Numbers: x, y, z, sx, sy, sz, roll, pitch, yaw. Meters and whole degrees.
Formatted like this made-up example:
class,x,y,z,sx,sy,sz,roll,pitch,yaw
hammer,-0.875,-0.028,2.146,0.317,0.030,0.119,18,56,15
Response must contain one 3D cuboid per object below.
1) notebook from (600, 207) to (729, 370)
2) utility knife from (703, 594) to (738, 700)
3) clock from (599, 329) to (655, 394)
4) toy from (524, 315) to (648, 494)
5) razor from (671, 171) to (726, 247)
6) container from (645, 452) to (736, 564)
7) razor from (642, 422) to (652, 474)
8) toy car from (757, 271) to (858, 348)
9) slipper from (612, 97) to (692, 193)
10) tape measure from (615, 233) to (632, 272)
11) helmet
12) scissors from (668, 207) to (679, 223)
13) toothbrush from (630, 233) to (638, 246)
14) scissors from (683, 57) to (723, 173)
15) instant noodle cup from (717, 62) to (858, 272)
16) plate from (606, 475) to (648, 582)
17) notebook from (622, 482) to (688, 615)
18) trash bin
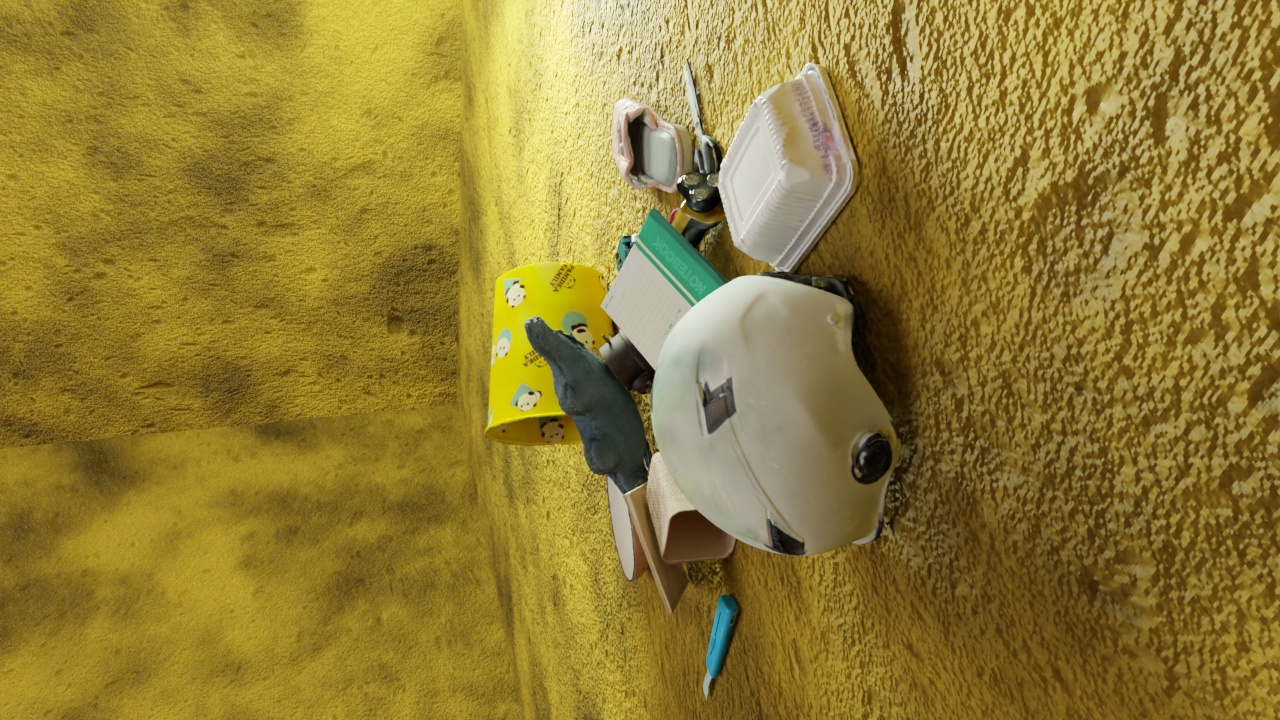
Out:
class,x,y,z,sx,sy,sz,roll,pitch,yaw
notebook,0.042,-0.054,1.051,0.209,0.012,0.151,50,127,31
utility knife,0.096,0.367,1.161,0.034,0.018,0.203,-116,26,-48
clock,-0.008,0.007,1.283,0.122,0.055,0.082,54,-175,2
toy,-0.056,0.077,1.293,0.356,0.091,0.137,61,-164,-16
razor,0.056,-0.162,1.066,0.067,0.062,0.168,42,155,3
container,0.059,0.172,1.110,0.110,0.090,0.090,-112,24,-51
razor,0.012,0.158,1.357,0.042,0.022,0.142,20,-120,-77
toy car,0.151,-0.045,0.830,0.158,0.042,0.070,-161,64,-66
slipper,0.001,-0.282,1.214,0.274,0.054,0.114,-130,38,-60
tape measure,-0.022,-0.151,1.371,0.058,0.025,0.054,107,153,-51
helmet,0.095,0.063,0.790,0.229,0.145,0.259,16,123,63
scissors,0.028,-0.149,1.185,0.136,0.017,0.064,-32,70,55
toothbrush,0.017,-0.176,1.260,0.181,0.015,0.018,179,95,-73
scissors,0.065,-0.271,1.082,0.173,0.014,0.143,-118,30,-50
instant noodle cup,0.125,-0.172,0.850,0.174,0.060,0.138,122,140,-60
plate,-0.015,0.241,1.414,0.192,0.039,0.192,171,91,-79
notebook,0.023,0.232,1.169,0.211,0.012,0.149,24,-135,-81
trash bin,-0.139,-0.008,1.481,0.230,0.229,0.255,135,134,-68
